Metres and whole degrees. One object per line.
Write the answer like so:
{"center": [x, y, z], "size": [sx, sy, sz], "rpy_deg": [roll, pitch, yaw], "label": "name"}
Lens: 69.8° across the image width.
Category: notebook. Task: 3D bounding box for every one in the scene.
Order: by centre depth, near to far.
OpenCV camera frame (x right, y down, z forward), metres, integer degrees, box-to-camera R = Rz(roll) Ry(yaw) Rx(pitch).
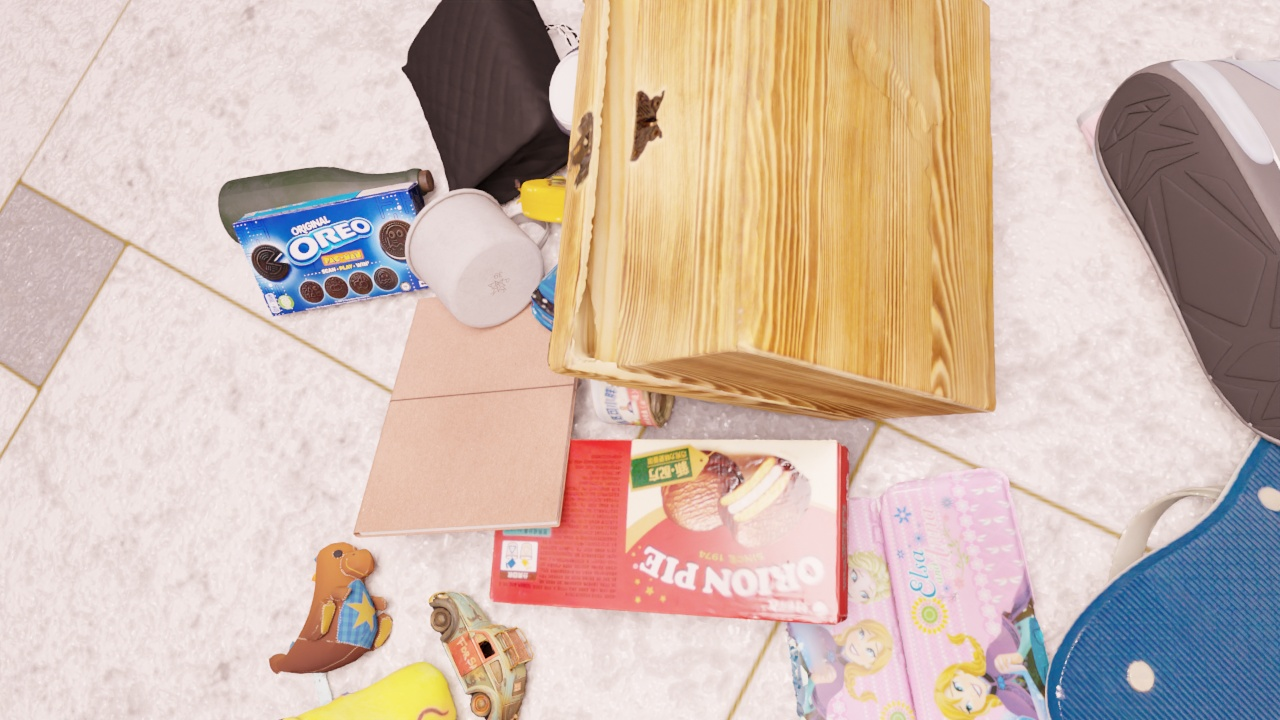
{"center": [-0.115, 0.028, 0.658], "size": [0.141, 0.008, 0.208], "rpy_deg": [-5, 51, 12], "label": "notebook"}

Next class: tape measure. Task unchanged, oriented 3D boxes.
{"center": [-0.060, -0.122, 0.688], "size": [0.068, 0.059, 0.030], "rpy_deg": [1, 107, -10], "label": "tape measure"}

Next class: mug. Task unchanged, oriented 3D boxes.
{"center": [-0.110, -0.080, 0.688], "size": [0.113, 0.084, 0.070], "rpy_deg": [-23, 49, -27], "label": "mug"}

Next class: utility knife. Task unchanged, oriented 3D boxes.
{"center": [-0.222, 0.274, 0.672], "size": [0.022, 0.015, 0.168], "rpy_deg": [-19, 74, -2], "label": "utility knife"}

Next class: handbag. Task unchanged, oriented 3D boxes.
{"center": [-0.109, -0.205, 0.729], "size": [0.125, 0.114, 0.153], "rpy_deg": [-32, 75, 29], "label": "handbag"}

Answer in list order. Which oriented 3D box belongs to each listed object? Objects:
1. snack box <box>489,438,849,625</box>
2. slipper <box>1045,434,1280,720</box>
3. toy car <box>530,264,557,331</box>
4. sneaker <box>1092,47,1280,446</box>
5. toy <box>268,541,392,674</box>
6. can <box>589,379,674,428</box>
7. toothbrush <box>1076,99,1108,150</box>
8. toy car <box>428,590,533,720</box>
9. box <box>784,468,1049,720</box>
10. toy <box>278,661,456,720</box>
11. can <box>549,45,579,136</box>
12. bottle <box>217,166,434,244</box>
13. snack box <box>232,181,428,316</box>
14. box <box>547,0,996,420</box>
{"center": [0.019, 0.112, 0.617], "size": [0.237, 0.060, 0.113], "rpy_deg": [-2, 76, 19], "label": "snack box"}
{"center": [0.352, 0.133, 0.550], "size": [0.118, 0.060, 0.294], "rpy_deg": [43, 77, 13], "label": "slipper"}
{"center": [-0.028, -0.067, 0.674], "size": [0.056, 0.044, 0.120], "rpy_deg": [36, 64, 21], "label": "toy car"}
{"center": [0.402, -0.078, 0.561], "size": [0.160, 0.093, 0.256], "rpy_deg": [-16, 74, -20], "label": "sneaker"}
{"center": [-0.238, 0.185, 0.681], "size": [0.103, 0.070, 0.090], "rpy_deg": [-25, 55, 20], "label": "toy"}
{"center": [-0.004, 0.004, 0.645], "size": [0.043, 0.086, 0.086], "rpy_deg": [2, 78, 15], "label": "can"}
{"center": [0.353, -0.075, 0.609], "size": [0.027, 0.026, 0.222], "rpy_deg": [-30, 71, 28], "label": "toothbrush"}
{"center": [-0.105, 0.205, 0.644], "size": [0.047, 0.047, 0.112], "rpy_deg": [-33, 74, 5], "label": "toy car"}
{"center": [0.175, 0.193, 0.590], "size": [0.159, 0.035, 0.230], "rpy_deg": [-10, 75, 11], "label": "box"}
{"center": [-0.160, 0.312, 0.614], "size": [0.134, 0.088, 0.193], "rpy_deg": [-16, 74, -35], "label": "toy"}
{"center": [-0.003, -0.185, 0.669], "size": [0.064, 0.127, 0.064], "rpy_deg": [1, 92, 41], "label": "can"}
{"center": [-0.253, -0.133, 0.750], "size": [0.174, 0.055, 0.055], "rpy_deg": [-7, 76, 10], "label": "bottle"}
{"center": [-0.236, -0.088, 0.726], "size": [0.150, 0.027, 0.082], "rpy_deg": [-10, 117, 10], "label": "snack box"}
{"center": [0.094, -0.111, 0.574], "size": [0.176, 0.246, 0.279], "rpy_deg": [-12, 71, 50], "label": "box"}
